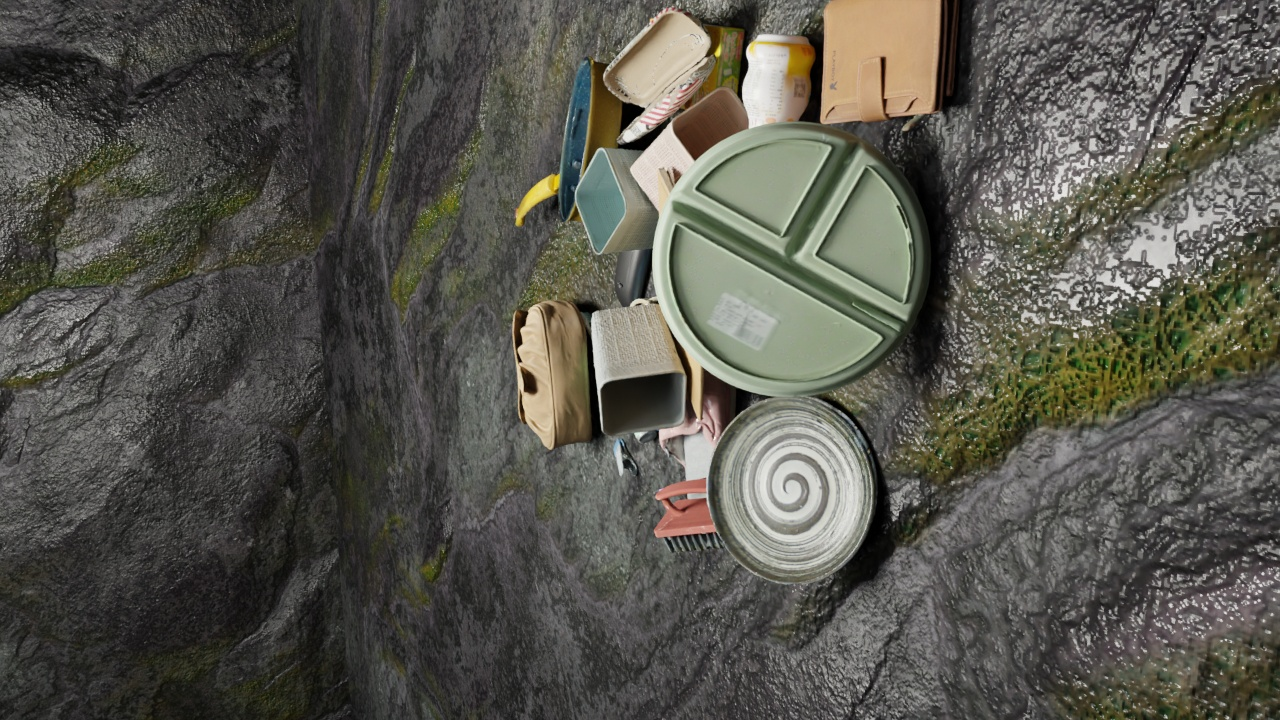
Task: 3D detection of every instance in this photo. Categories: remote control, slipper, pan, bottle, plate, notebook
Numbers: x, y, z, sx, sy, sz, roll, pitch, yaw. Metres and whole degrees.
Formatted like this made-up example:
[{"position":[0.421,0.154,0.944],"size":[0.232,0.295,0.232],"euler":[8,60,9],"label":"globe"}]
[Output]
[{"position":[-0.011,-0.120,1.135],"size":[0.053,0.024,0.137],"euler":[47,134,42],"label":"remote control"},{"position":[0.062,0.071,1.024],"size":[0.114,0.054,0.274],"euler":[4,100,60],"label":"slipper"},{"position":[-0.101,-0.246,1.184],"size":[0.358,0.078,0.197],"euler":[136,139,-69],"label":"pan"},{"position":[0.124,-0.242,0.842],"size":[0.063,0.063,0.108],"euler":[32,123,53],"label":"bottle"},{"position":[0.145,0.122,0.877],"size":[0.180,0.024,0.179],"euler":[-6,81,36],"label":"plate"},{"position":[0.042,-0.062,0.911],"size":[0.212,0.012,0.149],"euler":[87,169,-48],"label":"notebook"},{"position":[0.122,-0.081,0.756],"size":[0.027,0.230,0.230],"euler":[-37,-56,-78],"label":"plate"}]

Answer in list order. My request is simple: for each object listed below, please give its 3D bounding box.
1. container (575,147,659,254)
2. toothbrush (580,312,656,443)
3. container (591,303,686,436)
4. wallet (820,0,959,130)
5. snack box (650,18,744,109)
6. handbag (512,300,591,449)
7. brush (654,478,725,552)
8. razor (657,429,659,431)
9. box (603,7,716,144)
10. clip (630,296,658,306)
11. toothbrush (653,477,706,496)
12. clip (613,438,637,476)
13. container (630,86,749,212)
[{"position":[0.003,-0.176,1.015],"size":[0.090,0.111,0.090],"euler":[-50,53,51],"label":"container"},{"position":[-0.036,0.016,1.206],"size":[0.224,0.027,0.027],"euler":[60,139,33],"label":"toothbrush"},{"position":[-0.006,0.006,0.985],"size":[0.090,0.090,0.114],"euler":[90,171,-47],"label":"container"},{"position":[0.200,-0.244,0.749],"size":[0.131,0.035,0.119],"euler":[16,104,58],"label":"wallet"},{"position":[0.054,-0.313,0.976],"size":[0.140,0.033,0.087],"euler":[34,125,50],"label":"snack box"},{"position":[-0.128,0.017,1.280],"size":[0.148,0.099,0.205],"euler":[-149,53,-64],"label":"handbag"},{"position":[0.086,0.156,0.956],"size":[0.146,0.063,0.069],"euler":[-11,109,32],"label":"brush"},{"position":[0.015,0.022,1.128],"size":[0.042,0.022,0.142],"euler":[42,-151,-65],"label":"razor"},{"position":[0.011,-0.291,0.946],"size":[0.085,0.075,0.162],"euler":[49,152,-9],"label":"box"},{"position":[0.000,-0.041,1.116],"size":[0.100,0.035,0.098],"euler":[-35,72,49],"label":"clip"},{"position":[0.084,0.127,0.973],"size":[0.190,0.017,0.014],"euler":[-20,110,38],"label":"toothbrush"},{"position":[-0.025,0.131,1.218],"size":[0.057,0.028,0.024],"euler":[-113,34,-43],"label":"clip"},{"position":[0.057,-0.198,0.922],"size":[0.090,0.089,0.111],"euler":[53,152,-7],"label":"container"}]
